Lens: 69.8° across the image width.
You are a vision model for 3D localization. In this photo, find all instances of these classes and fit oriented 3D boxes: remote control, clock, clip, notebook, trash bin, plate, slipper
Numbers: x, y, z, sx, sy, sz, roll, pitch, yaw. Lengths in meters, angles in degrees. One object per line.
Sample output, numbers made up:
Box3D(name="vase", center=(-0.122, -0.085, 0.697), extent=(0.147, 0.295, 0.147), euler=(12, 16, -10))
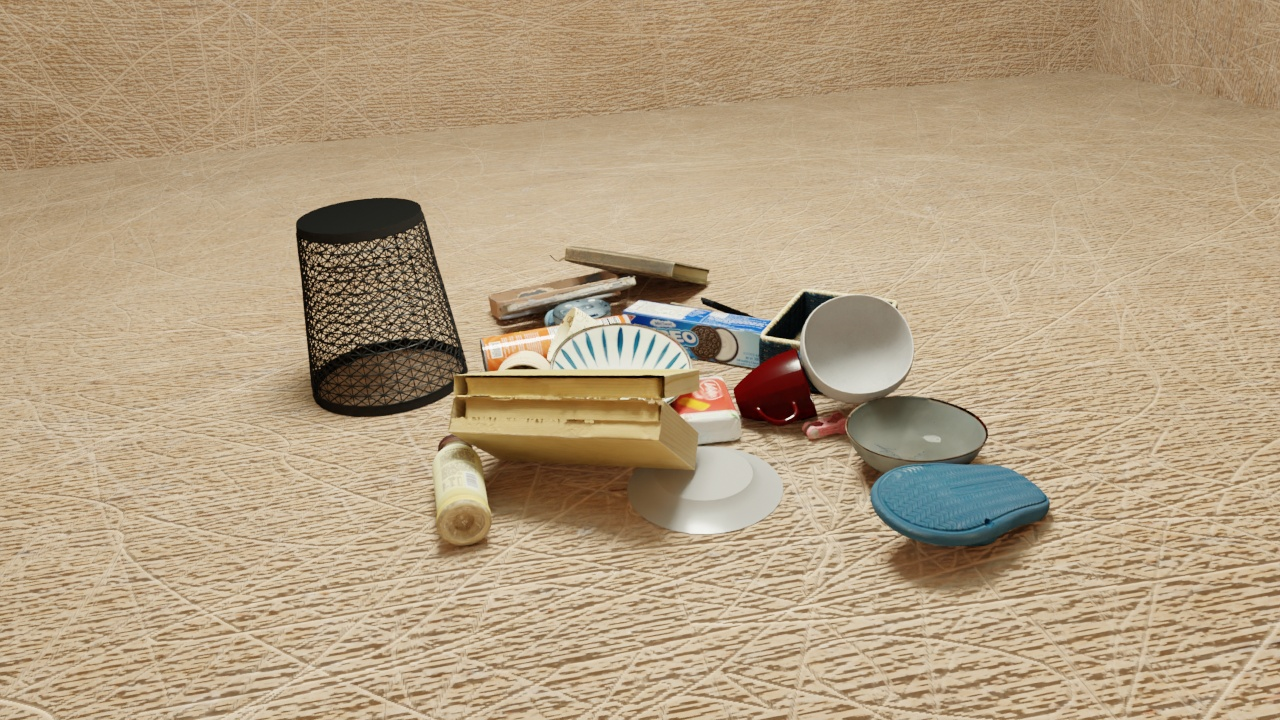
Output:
Box3D(name="remote control", center=(0.136, -0.074, 1.377), extent=(0.039, 0.010, 0.124), euler=(22, 4, 42))
Box3D(name="clock", center=(-0.094, -0.061, 1.403), extent=(0.088, 0.052, 0.124), euler=(-19, 29, -26))
Box3D(name="clip", center=(0.226, 0.082, 1.102), extent=(0.059, 0.022, 0.038), euler=(-14, 30, -8))
Box3D(name="notebook", center=(-0.017, -0.162, 1.541), extent=(0.216, 0.034, 0.189), euler=(12, 6, 28))
Box3D(name="trash bin", center=(-0.363, -0.082, 1.260), extent=(0.217, 0.243, 0.216), euler=(-3, 26, 1))
Box3D(name="plate", center=(0.071, 0.132, 1.019), extent=(0.173, 0.019, 0.172), euler=(-3, 26, 1))
Box3D(name="slipper", center=(0.321, 0.149, 0.911), extent=(0.213, 0.059, 0.104), euler=(-2, 31, -29))

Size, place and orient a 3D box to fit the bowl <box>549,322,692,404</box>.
Box3D(name="bowl", center=(-0.024, 0.032, 1.162), extent=(0.177, 0.071, 0.177), euler=(1, 39, -1))

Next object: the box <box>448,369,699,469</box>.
Box3D(name="box", center=(-0.071, 0.045, 1.014), extent=(0.249, 0.140, 0.122), euler=(-1, 66, 22))

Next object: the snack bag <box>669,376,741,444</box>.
Box3D(name="snack bag", center=(0.077, 0.061, 1.145), extent=(0.077, 0.036, 0.115), euler=(-6, 26, -3))

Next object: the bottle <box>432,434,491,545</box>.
Box3D(name="bottle", center=(-0.198, 0.135, 1.006), extent=(0.056, 0.057, 0.162), euler=(-9, 26, -11))

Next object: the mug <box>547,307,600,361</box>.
Box3D(name="mug", center=(-0.068, 0.001, 1.232), extent=(0.097, 0.081, 0.121), euler=(27, 49, -16))

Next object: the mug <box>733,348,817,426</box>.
Box3D(name="mug", center=(0.163, 0.047, 1.123), extent=(0.088, 0.087, 0.113), euler=(-18, 30, 11))

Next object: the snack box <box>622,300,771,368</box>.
Box3D(name="snack box", center=(0.084, -0.040, 1.328), extent=(0.227, 0.059, 0.059), euler=(11, 27, 26))

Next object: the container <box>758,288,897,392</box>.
Box3D(name="container", center=(0.260, -0.027, 1.261), extent=(0.145, 0.071, 0.186), euler=(10, 29, 26))

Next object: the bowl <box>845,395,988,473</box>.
Box3D(name="bowl", center=(0.304, 0.097, 1.018), extent=(0.151, 0.057, 0.150), euler=(-4, 25, 2))

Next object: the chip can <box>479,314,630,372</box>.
Box3D(name="chip can", center=(-0.118, -0.018, 1.303), extent=(0.210, 0.062, 0.062), euler=(-10, 27, -13))

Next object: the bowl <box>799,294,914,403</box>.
Box3D(name="bowl", center=(0.259, -0.009, 1.111), extent=(0.132, 0.064, 0.131), euler=(-2, 68, 4))

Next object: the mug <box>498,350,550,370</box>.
Box3D(name="mug", center=(-0.161, 0.038, 1.188), extent=(0.111, 0.085, 0.104), euler=(-33, 16, 5))

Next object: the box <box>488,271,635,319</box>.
Box3D(name="box", center=(-0.127, -0.108, 1.479), extent=(0.216, 0.058, 0.154), euler=(-13, 14, -20))
